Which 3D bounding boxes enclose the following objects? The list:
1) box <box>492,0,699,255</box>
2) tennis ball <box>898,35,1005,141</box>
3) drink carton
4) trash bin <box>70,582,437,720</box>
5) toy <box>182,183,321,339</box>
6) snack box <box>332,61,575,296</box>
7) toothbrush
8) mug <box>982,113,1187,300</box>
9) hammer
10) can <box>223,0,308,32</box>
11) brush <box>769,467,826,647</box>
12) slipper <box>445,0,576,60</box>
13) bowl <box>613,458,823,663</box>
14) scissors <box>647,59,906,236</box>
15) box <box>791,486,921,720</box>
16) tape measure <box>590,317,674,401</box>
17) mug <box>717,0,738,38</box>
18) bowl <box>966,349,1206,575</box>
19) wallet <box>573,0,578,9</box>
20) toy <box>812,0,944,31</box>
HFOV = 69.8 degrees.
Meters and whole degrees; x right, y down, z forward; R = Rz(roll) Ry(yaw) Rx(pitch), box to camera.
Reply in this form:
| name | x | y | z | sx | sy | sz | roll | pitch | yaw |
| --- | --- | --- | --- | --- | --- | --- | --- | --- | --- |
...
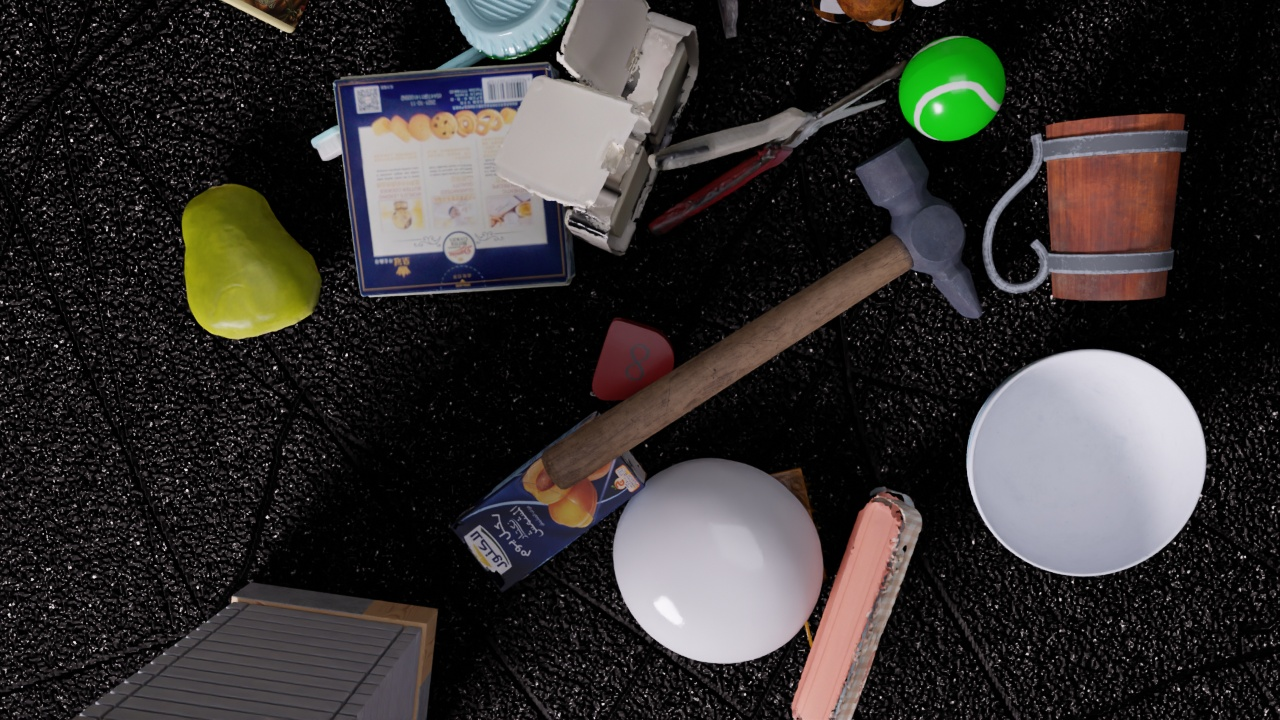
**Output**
| name | x | y | z | sx | sy | sz | roll | pitch | yaw |
| --- | --- | --- | --- | --- | --- | --- | --- | --- | --- |
| box | -0.022 | -0.148 | 0.552 | 0.080 | 0.180 | 0.143 | 22 | 91 | 5 |
| tennis ball | 0.201 | -0.176 | 0.594 | 0.065 | 0.065 | 0.065 | 0 | 96 | 3 |
| drink carton | -0.064 | 0.100 | 0.648 | 0.130 | 0.040 | 0.064 | -37 | 92 | 6 |
| trash bin | -0.235 | 0.257 | 0.568 | 0.142 | 0.246 | 0.142 | 7 | 96 | 2 |
| toy | -0.275 | -0.071 | 0.637 | 0.090 | 0.051 | 0.110 | -17 | 92 | 2 |
| snack box | -0.122 | -0.120 | 0.620 | 0.144 | 0.042 | 0.145 | -3 | 102 | 2 |
| toothbrush | -0.149 | -0.190 | 0.636 | 0.181 | 0.016 | 0.016 | -29 | 91 | 6 |
| mug | 0.286 | -0.097 | 0.598 | 0.117 | 0.081 | 0.111 | 1 | 100 | 21 |
| hammer | 0.076 | -0.009 | 0.612 | 0.321 | 0.040 | 0.129 | -32 | 97 | -3 |
| can | -0.248 | -0.279 | 0.574 | 0.075 | 0.135 | 0.104 | 30 | 99 | 0 |
| brush | 0.108 | 0.142 | 0.655 | 0.048 | 0.017 | 0.126 | -13 | 95 | 4 |
| slipper | -0.117 | -0.322 | 0.573 | 0.116 | 0.069 | 0.276 | -21 | 85 | 15 |
| bowl | 0.049 | 0.145 | 0.632 | 0.150 | 0.043 | 0.149 | 2 | 98 | 13 |
| scissors | 0.073 | -0.136 | 0.588 | 0.199 | 0.179 | 0.015 | -35 | 76 | 32 |
| box | 0.152 | 0.181 | 0.634 | 0.057 | 0.067 | 0.187 | 23 | 100 | 39 |
| tape measure | -0.004 | 0.004 | 0.646 | 0.051 | 0.019 | 0.059 | 18 | 103 | -1 |
| mug | 0.046 | -0.271 | 0.571 | 0.080 | 0.107 | 0.116 | -12 | 95 | 4 |
| bowl | 0.281 | 0.061 | 0.609 | 0.144 | 0.074 | 0.144 | 0 | 96 | 3 |
| wallet | -0.057 | -0.286 | 0.616 | 0.115 | 0.026 | 0.089 | 17 | 96 | 4 |
| toy | 0.171 | -0.254 | 0.583 | 0.112 | 0.087 | 0.067 | -28 | 65 | -4 |
